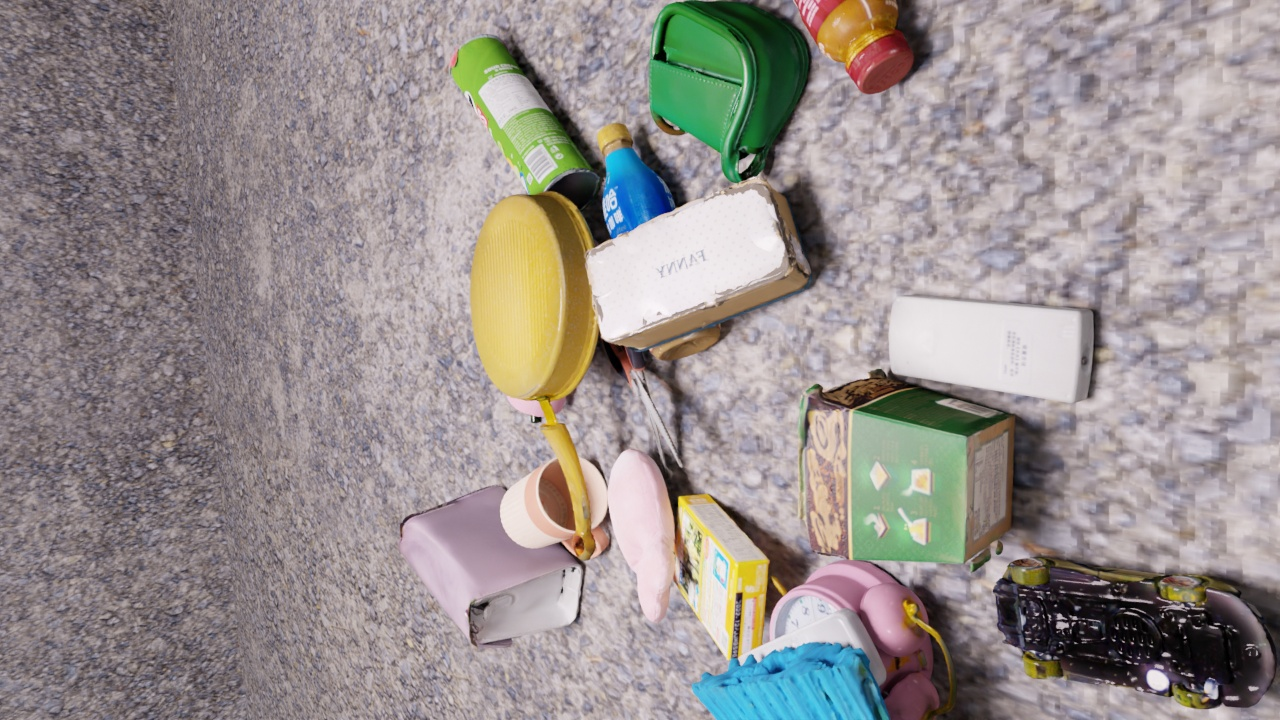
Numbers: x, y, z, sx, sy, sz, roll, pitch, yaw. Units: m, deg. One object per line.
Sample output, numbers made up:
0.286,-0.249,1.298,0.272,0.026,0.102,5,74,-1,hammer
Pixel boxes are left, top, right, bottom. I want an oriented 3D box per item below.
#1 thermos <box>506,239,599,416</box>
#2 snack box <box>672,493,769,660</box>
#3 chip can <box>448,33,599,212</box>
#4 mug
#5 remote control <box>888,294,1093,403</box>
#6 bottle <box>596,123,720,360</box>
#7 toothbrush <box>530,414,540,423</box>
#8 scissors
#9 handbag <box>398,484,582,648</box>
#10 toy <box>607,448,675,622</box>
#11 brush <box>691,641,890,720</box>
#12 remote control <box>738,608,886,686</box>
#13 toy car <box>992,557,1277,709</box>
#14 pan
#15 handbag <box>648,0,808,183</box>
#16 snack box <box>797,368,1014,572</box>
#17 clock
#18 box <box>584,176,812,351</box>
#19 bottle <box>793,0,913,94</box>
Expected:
-0.087,-0.031,0.946,0.087,0.067,0.199,-102,27,-53,thermos
0.065,0.180,0.783,0.140,0.033,0.087,-143,53,-66,snack box
-0.124,-0.245,0.956,0.236,0.072,0.072,57,137,29,chip can
-0.085,0.166,0.990,0.114,0.081,0.106,49,143,-6,mug
0.219,-0.011,0.586,0.135,0.019,0.056,11,105,52,remote control
0.007,-0.109,0.813,0.065,0.065,0.218,-37,67,50,bottle
-0.133,-0.019,1.063,0.017,0.012,0.186,-1,96,59,toothbrush
-0.005,0.004,0.836,0.222,0.015,0.189,-120,16,-44,scissors
-0.178,0.238,1.063,0.197,0.144,0.098,31,118,47,handbag
0.004,0.160,0.855,0.121,0.054,0.159,97,164,-46,toy
0.155,0.228,0.563,0.316,0.060,0.109,-31,80,49,brush
0.120,0.222,0.663,0.136,0.020,0.056,-47,62,47,remote control
0.275,0.153,0.524,0.158,0.042,0.070,-5,93,55,toy car
-0.086,0.019,0.876,0.198,0.078,0.357,1,93,56,pan
0.063,-0.216,0.724,0.131,0.067,0.120,45,137,38,handbag
0.178,0.070,0.594,0.106,0.118,0.117,5,102,40,snack box
0.163,0.212,0.671,0.159,0.059,0.117,-4,94,52,clock
0.037,-0.070,0.723,0.185,0.061,0.089,-18,77,27,box
0.128,-0.261,0.626,0.058,0.057,0.174,-45,61,47,bottle
